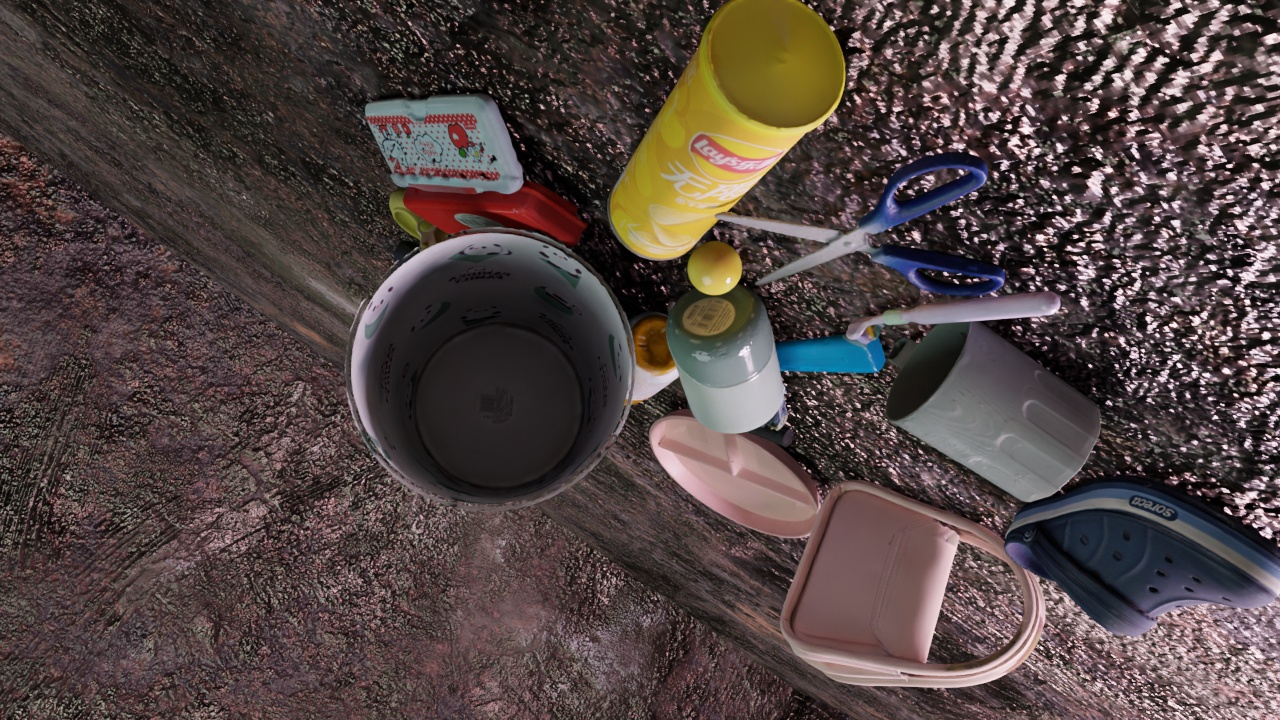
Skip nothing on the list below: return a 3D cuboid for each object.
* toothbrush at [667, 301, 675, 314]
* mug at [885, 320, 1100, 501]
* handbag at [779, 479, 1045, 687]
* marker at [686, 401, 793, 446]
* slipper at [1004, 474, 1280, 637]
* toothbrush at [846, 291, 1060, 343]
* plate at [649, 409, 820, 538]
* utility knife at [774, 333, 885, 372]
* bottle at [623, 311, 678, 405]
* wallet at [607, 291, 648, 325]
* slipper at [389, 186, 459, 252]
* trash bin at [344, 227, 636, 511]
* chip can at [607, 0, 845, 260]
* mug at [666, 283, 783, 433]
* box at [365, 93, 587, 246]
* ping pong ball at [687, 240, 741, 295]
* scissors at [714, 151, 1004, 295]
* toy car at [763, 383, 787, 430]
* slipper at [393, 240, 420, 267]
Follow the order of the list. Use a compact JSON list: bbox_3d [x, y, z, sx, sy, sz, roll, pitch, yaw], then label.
[{"bbox_3d":[0.060,-0.003,0.901,0.016,0.018,0.191,18,155,32],"label":"toothbrush"},{"bbox_3d":[0.225,0.027,0.607,0.103,0.084,0.124,32,-170,-4],"label":"mug"},{"bbox_3d":[0.272,0.230,0.905,0.235,0.193,0.093,4,150,39],"label":"handbag"},{"bbox_3d":[0.106,0.064,0.994,0.132,0.020,0.022,19,175,39],"label":"marker"},{"bbox_3d":[0.350,0.152,0.689,0.105,0.095,0.253,31,166,-3],"label":"slipper"},{"bbox_3d":[0.187,-0.026,0.569,0.021,0.029,0.189,68,162,-5],"label":"toothbrush"},{"bbox_3d":[0.114,0.134,1.102,0.229,0.028,0.230,27,152,16],"label":"plate"},{"bbox_3d":[0.133,-0.005,0.760,0.034,0.018,0.192,55,158,-15],"label":"utility knife"},{"bbox_3d":[-0.005,0.005,0.898,0.068,0.068,0.190,34,163,-4],"label":"bottle"},{"bbox_3d":[-0.032,-0.045,0.943,0.121,0.019,0.097,24,163,23],"label":"wallet"},{"bbox_3d":[-0.191,-0.108,0.942,0.190,0.081,0.092,30,166,18],"label":"slipper"},{"bbox_3d":[-0.132,0.026,0.849,0.229,0.229,0.252,33,168,0],"label":"trash bin"},{"bbox_3d":[0.036,-0.119,0.523,0.072,0.072,0.214,35,163,-7],"label":"chip can"},{"bbox_3d":[0.063,-0.013,0.754,0.111,0.082,0.106,57,173,43],"label":"mug"},{"bbox_3d":[-0.151,-0.157,0.787,0.201,0.060,0.161,13,151,46],"label":"box"},{"bbox_3d":[0.055,-0.069,0.682,0.040,0.040,0.040,30,163,10],"label":"ping pong ball"},{"bbox_3d":[0.130,-0.069,0.514,0.176,0.012,0.163,16,155,-10],"label":"scissors"},{"bbox_3d":[0.115,0.033,0.871,0.049,0.031,0.106,25,163,21],"label":"toy car"},{"bbox_3d":[-0.173,-0.035,1.045,0.268,0.083,0.110,34,-174,-16],"label":"slipper"}]
